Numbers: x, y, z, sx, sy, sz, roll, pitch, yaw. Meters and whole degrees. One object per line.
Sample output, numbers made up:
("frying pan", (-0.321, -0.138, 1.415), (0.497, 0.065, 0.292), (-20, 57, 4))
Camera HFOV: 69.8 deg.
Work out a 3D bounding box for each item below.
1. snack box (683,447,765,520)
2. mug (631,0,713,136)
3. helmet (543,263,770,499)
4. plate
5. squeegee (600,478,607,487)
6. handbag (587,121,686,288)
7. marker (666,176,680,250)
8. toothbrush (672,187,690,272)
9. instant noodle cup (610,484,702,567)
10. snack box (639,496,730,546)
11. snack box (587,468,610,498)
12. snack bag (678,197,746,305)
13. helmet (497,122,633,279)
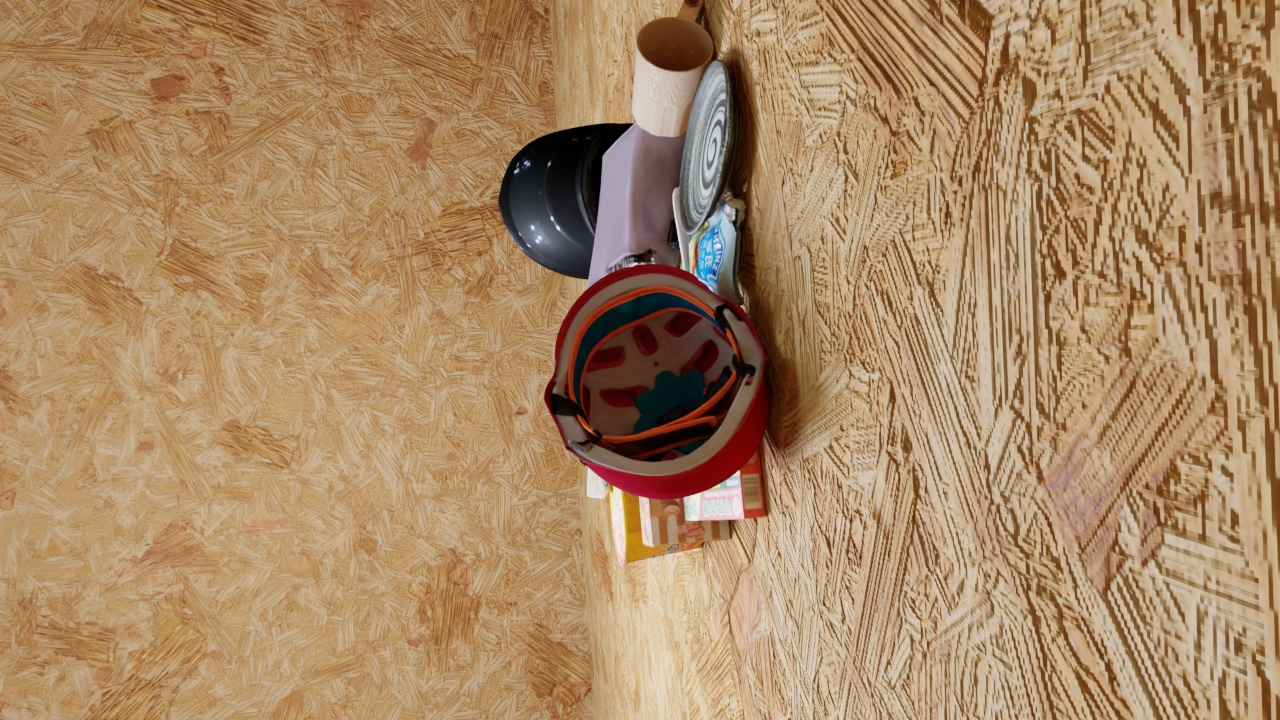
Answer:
("snack box", (0.084, 0.131, 0.980), (0.156, 0.027, 0.077), (152, 114, -68))
("mug", (0.039, -0.331, 1.036), (0.104, 0.084, 0.124), (100, -172, -61))
("helmet", (0.024, 0.033, 0.894), (0.144, 0.207, 0.239), (58, -173, -49))
("plate", (0.073, -0.218, 0.949), (0.179, 0.024, 0.179), (-174, 91, -80))
("squeegee", (-0.007, 0.007, 1.245), (0.249, 0.040, 0.248), (-76, 7, -67))
("handbag", (0.004, -0.183, 1.138), (0.145, 0.098, 0.196), (141, 136, -67))
("marker", (0.050, -0.187, 1.055), (0.020, 0.022, 0.131), (71, -154, -64))
("toothbrush", (0.048, -0.119, 0.999), (0.016, 0.016, 0.179), (105, 164, -57))
("instant noodle cup", (0.022, 0.201, 1.224), (0.138, 0.109, 0.138), (176, 91, -81))
("snack box", (0.049, 0.169, 1.090), (0.077, 0.092, 0.094), (132, 133, -77))
("snack box", (-0.048, 0.104, 1.275), (0.084, 0.027, 0.157), (-48, -37, -72))
("snack bag", (0.078, -0.109, 0.980), (0.191, 0.039, 0.110), (-175, 94, -80))
("helmet", (-0.085, -0.239, 1.407), (0.274, 0.230, 0.233), (3, -96, -79))
